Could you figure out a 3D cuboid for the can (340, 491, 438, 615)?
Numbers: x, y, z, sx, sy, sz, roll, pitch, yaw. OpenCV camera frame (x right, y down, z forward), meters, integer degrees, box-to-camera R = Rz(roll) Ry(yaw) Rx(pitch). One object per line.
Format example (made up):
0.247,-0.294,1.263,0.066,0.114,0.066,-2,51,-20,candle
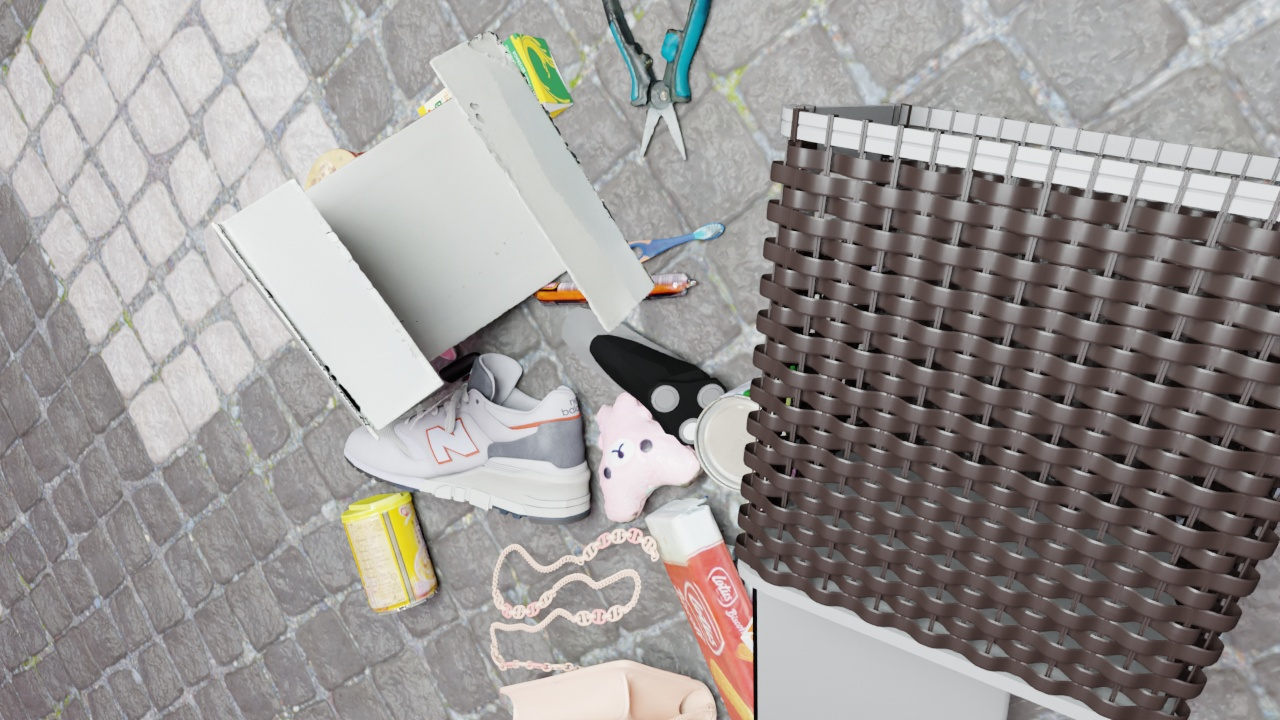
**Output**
-0.240,0.183,0.883,0.068,0.067,0.105,-15,94,31,can

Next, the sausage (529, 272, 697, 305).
-0.026,-0.056,0.737,0.156,0.020,0.020,-2,100,30,sausage

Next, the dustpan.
0.202,0.206,0.592,0.258,0.033,0.163,6,117,21,dustpan

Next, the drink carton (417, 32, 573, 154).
-0.121,-0.205,0.746,0.123,0.041,0.058,-25,88,32,drink carton

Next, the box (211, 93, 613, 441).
-0.166,-0.105,0.755,0.165,0.444,0.167,-23,109,32,box

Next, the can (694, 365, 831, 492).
0.092,0.043,0.633,0.067,0.120,0.067,7,104,28,can

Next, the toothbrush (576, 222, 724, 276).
0.003,-0.086,0.715,0.135,0.017,0.021,-12,93,31,toothbrush

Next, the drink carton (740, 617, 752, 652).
0.132,0.224,0.667,0.059,0.040,0.122,-22,109,46,drink carton

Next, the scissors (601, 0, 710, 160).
0.006,-0.229,0.681,0.118,0.019,0.148,31,116,20,scissors

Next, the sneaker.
-0.145,0.054,0.797,0.240,0.088,0.124,13,103,18,sneaker

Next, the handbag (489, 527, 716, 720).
-0.022,0.242,0.784,0.199,0.116,0.187,-25,55,35,handbag

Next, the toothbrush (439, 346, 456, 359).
-0.217,-0.047,0.848,0.135,0.016,0.022,44,120,15,toothbrush

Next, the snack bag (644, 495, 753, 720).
0.070,0.215,0.713,0.225,0.041,0.078,65,161,0,snack bag

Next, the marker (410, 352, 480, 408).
-0.194,0.026,0.853,0.139,0.016,0.022,-30,109,32,marker

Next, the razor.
-0.004,0.004,0.721,0.156,0.060,0.057,38,106,39,razor

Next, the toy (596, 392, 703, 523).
-0.004,0.072,0.735,0.099,0.052,0.095,-36,70,29,toy

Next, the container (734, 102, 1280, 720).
0.206,0.005,0.493,0.246,0.246,0.244,17,112,25,container

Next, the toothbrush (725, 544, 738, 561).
0.145,0.163,0.693,0.187,0.012,0.017,10,92,27,toothbrush

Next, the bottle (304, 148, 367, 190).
-0.215,-0.127,0.776,0.099,0.111,0.099,-1,88,29,bottle

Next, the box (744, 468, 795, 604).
0.167,0.165,0.646,0.201,0.041,0.154,17,117,26,box
